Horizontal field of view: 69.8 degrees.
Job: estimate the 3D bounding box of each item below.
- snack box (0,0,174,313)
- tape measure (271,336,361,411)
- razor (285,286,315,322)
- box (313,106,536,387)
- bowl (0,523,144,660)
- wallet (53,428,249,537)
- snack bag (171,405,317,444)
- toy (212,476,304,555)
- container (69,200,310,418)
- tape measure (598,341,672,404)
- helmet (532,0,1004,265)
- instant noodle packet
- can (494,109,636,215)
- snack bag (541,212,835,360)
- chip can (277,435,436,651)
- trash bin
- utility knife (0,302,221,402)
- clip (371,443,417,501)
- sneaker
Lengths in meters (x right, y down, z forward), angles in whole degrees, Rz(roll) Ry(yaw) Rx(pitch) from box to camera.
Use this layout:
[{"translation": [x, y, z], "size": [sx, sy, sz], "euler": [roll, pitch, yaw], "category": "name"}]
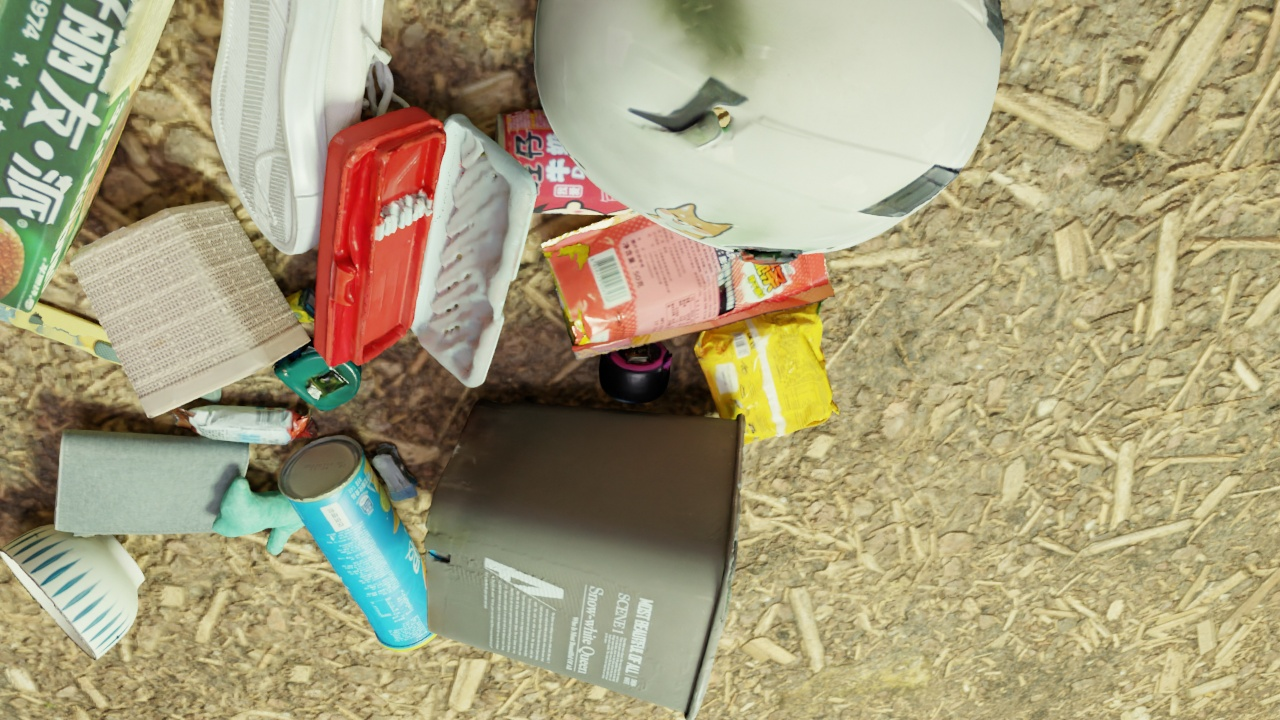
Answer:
[{"translation": [-0.316, -0.151, 0.503], "size": [0.063, 0.114, 0.241], "euler": [25, 120, -28], "category": "snack box"}, {"translation": [-0.242, 0.011, 0.700], "size": [0.054, 0.025, 0.058], "euler": [-30, 128, 13], "category": "tape measure"}, {"translation": [-0.291, -0.019, 0.665], "size": [0.132, 0.028, 0.043], "euler": [-22, 154, 1], "category": "razor"}, {"translation": [-0.144, -0.055, 0.594], "size": [0.094, 0.100, 0.202], "euler": [-36, 160, -40], "category": "box"}, {"translation": [-0.454, 0.178, 0.749], "size": [0.066, 0.116, 0.117], "euler": [-42, 140, -37], "category": "bowl"}, {"translation": [-0.388, 0.098, 0.729], "size": [0.129, 0.037, 0.107], "euler": [7, 127, -30], "category": "wallet"}, {"translation": [-0.307, 0.050, 0.715], "size": [0.105, 0.026, 0.045], "euler": [4, 157, -16], "category": "snack bag"}, {"translation": [-0.309, 0.130, 0.764], "size": [0.091, 0.030, 0.097], "euler": [3, 129, -46], "category": "toy"}, {"translation": [-0.291, -0.038, 0.596], "size": [0.090, 0.089, 0.111], "euler": [-22, 103, 7], "category": "container"}, {"translation": [-0.004, 0.004, 0.721], "size": [0.057, 0.057, 0.039], "euler": [-1, 127, -7], "category": "tape measure"}, {"translation": [0.077, -0.164, 0.489], "size": [0.274, 0.156, 0.230], "euler": [17, 101, -7], "category": "helmet"}, {"translation": [0.104, 0.008, 0.755], "size": [0.111, 0.044, 0.128], "euler": [-17, 128, 1], "category": "instant noodle packet"}, {"translation": [-0.048, -0.130, 0.603], "size": [0.093, 0.066, 0.067], "euler": [0, 127, -11], "category": "can"}, {"translation": [0.038, -0.071, 0.672], "size": [0.208, 0.073, 0.129], "euler": [-18, 127, -3], "category": "snack bag"}, {"translation": [-0.232, 0.161, 0.788], "size": [0.071, 0.071, 0.210], "euler": [-15, 129, 0], "category": "chip can"}, {"translation": [-0.041, 0.142, 0.722], "size": [0.220, 0.198, 0.199], "euler": [10, 126, 1], "category": "trash bin"}, {"translation": [-0.391, -0.013, 0.663], "size": [0.182, 0.019, 0.031], "euler": [29, 111, -23], "category": "utility knife"}, {"translation": [-0.208, 0.095, 0.776], "size": [0.026, 0.037, 0.058], "euler": [-12, 127, 4], "category": "clip"}, {"translation": [-0.191, -0.168, 0.546], "size": [0.089, 0.090, 0.243], "euler": [43, 139, 12], "category": "sneaker"}]
